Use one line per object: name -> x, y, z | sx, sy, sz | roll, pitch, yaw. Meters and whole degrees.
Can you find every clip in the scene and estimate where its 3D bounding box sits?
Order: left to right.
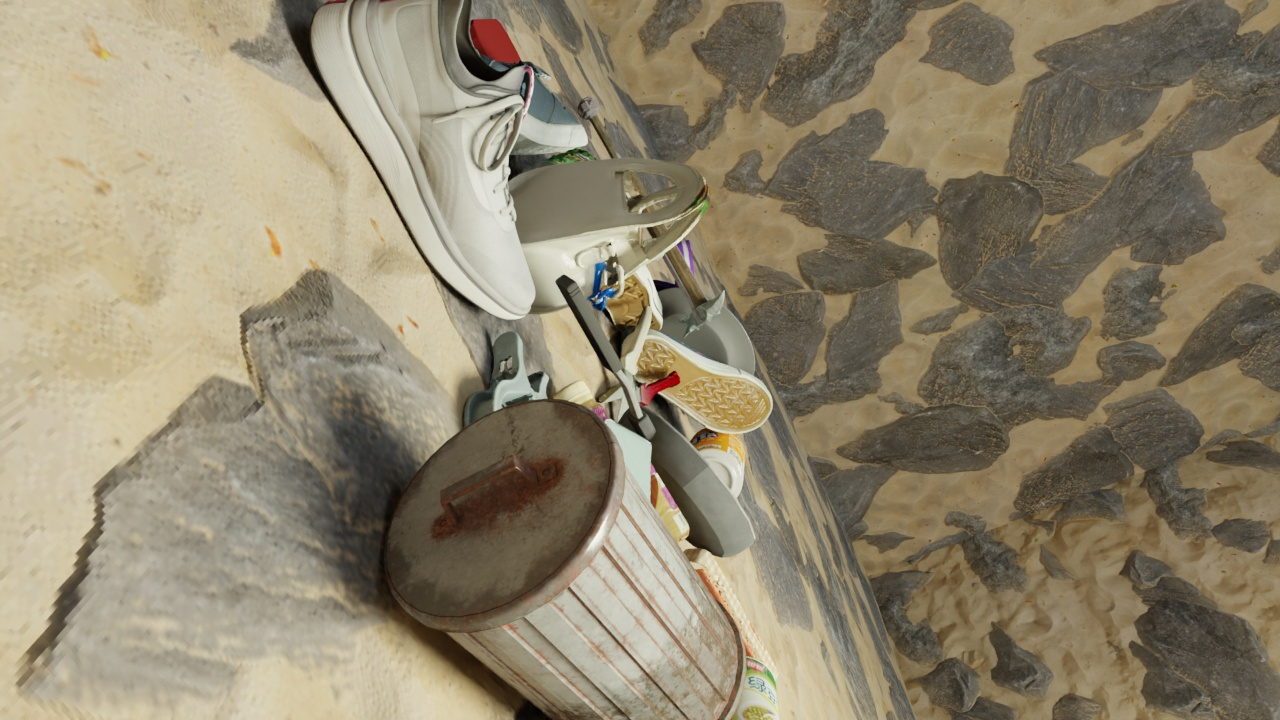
clip -> -0.102, 0.025, 0.657 | 0.171, 0.029, 0.141 | -103, 165, -47

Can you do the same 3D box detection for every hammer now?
hammer -> 0.008, -0.186, 1.125 | 0.317, 0.028, 0.147 | 60, -19, 2

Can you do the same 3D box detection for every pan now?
pan -> 0.002, 0.062, 0.837 | 0.179, 0.041, 0.357 | 34, -21, 48

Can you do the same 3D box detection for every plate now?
plate -> 0.071, -0.017, 1.235 | 0.012, 0.179, 0.178 | -45, 115, -41

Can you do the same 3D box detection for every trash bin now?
trash bin -> -0.035, 0.126, 0.502 | 0.130, 0.131, 0.211 | -101, 164, -49

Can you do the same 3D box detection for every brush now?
brush -> -0.173, -0.339, 1.041 | 0.082, 0.042, 0.173 | 62, 12, -17

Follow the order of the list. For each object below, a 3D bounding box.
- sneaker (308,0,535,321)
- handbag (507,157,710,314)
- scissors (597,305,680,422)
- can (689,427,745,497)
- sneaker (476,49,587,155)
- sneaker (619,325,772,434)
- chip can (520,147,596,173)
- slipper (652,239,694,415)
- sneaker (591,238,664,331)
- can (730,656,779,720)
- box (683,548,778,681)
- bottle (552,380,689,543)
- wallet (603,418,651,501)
sneaker -> -0.122, -0.155, 0.679 | 0.096, 0.129, 0.263 | -84, 152, -63
handbag -> -0.031, -0.121, 0.839 | 0.200, 0.200, 0.093 | -92, 167, -58
scissors -> 0.000, 0.013, 1.039 | 0.193, 0.015, 0.179 | 28, 53, -55
can -> 0.096, 0.135, 1.194 | 0.079, 0.079, 0.142 | 64, 11, -6
sneaker -> -0.124, -0.263, 0.949 | 0.235, 0.089, 0.087 | -20, 107, -73
sneaker -> 0.065, 0.023, 1.185 | 0.235, 0.087, 0.079 | 27, 9, -27
chip can -> -0.090, -0.201, 1.056 | 0.075, 0.075, 0.223 | 63, 12, -13
slipper -> 0.040, -0.037, 1.323 | 0.107, 0.084, 0.267 | -95, 179, -58
sneaker -> -0.024, -0.110, 1.112 | 0.241, 0.118, 0.087 | 53, 37, -66
can -> 0.090, 0.324, 0.812 | 0.067, 0.067, 0.120 | 63, 12, -14
box -> 0.074, 0.258, 0.911 | 0.043, 0.083, 0.187 | -51, 122, -44
bottle -> -0.022, 0.094, 0.803 | 0.166, 0.060, 0.059 | 59, 11, 7
wallet -> -0.026, 0.117, 0.716 | 0.100, 0.054, 0.131 | 35, 44, -57
